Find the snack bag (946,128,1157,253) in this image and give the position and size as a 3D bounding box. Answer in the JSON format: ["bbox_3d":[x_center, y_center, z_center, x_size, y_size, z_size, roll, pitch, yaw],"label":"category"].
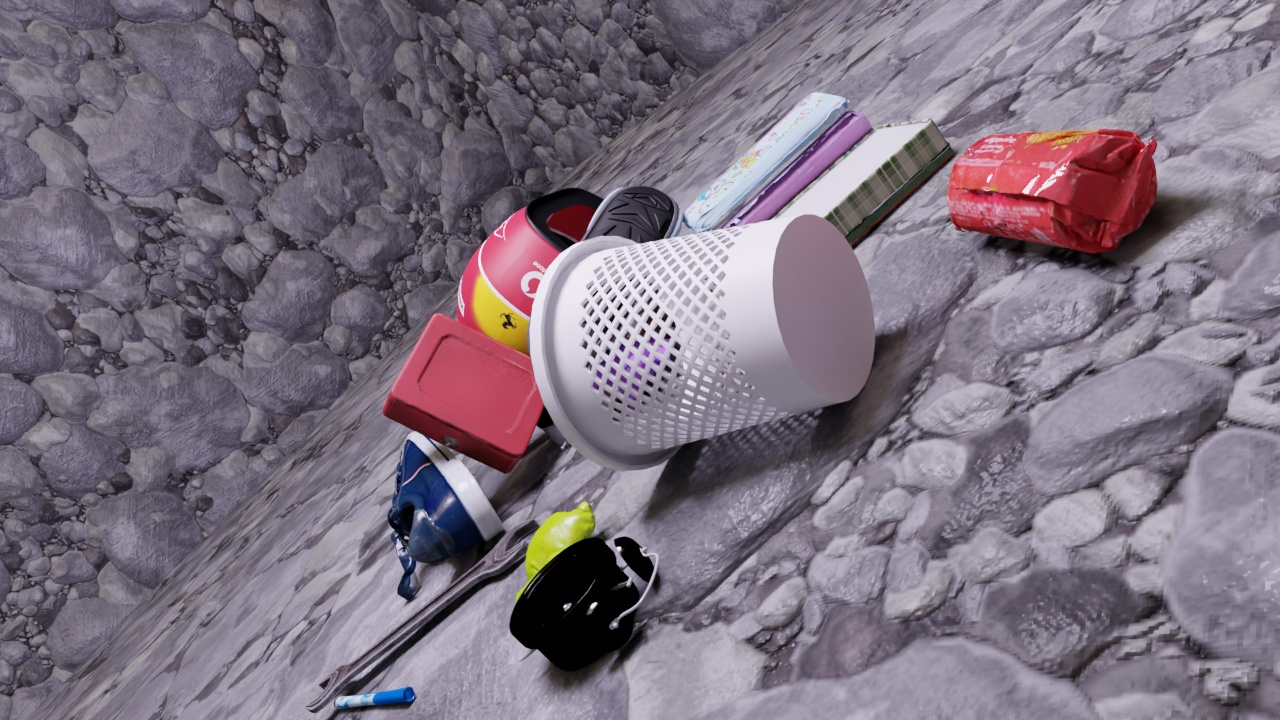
[{"bbox_3d":[0.268,-0.117,0.622,0.082,0.082,0.176,-41,16,1],"label":"snack bag"}]

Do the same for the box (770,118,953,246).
[{"bbox_3d":[0.206,-0.158,0.922,0.205,0.050,0.118,-43,19,-5],"label":"box"}]

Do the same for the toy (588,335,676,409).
[{"bbox_3d":[-0.006,0.005,0.964,0.106,0.056,0.087,-12,28,36],"label":"toy"}]

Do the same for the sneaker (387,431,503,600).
[{"bbox_3d":[-0.244,0.162,1.014,0.127,0.121,0.295,-32,17,-15],"label":"sneaker"}]

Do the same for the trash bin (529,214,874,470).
[{"bbox_3d":[0.055,-0.021,0.698,0.200,0.195,0.194,-12,32,41],"label":"trash bin"}]

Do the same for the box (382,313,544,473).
[{"bbox_3d":[-0.189,0.043,1.002,0.152,0.157,0.165,-62,7,16],"label":"box"}]

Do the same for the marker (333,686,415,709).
[{"bbox_3d":[-0.237,0.298,0.806,0.142,0.013,0.013,-25,23,44],"label":"marker"}]

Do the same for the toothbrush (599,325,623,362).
[{"bbox_3d":[-0.032,-0.032,1.184,0.015,0.016,0.186,-31,19,30],"label":"toothbrush"}]

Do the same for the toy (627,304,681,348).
[{"bbox_3d":[0.023,-0.041,1.027,0.041,0.055,0.102,-7,9,-25],"label":"toy"}]

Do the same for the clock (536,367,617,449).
[{"bbox_3d":[-0.069,0.049,1.028,0.094,0.035,0.122,-38,16,9],"label":"clock"}]

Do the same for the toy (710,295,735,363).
[{"bbox_3d":[0.092,-0.038,0.832,0.118,0.043,0.092,-21,55,32],"label":"toy"}]

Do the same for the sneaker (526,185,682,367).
[{"bbox_3d":[-0.036,-0.061,1.020,0.256,0.093,0.161,-60,-15,-24],"label":"sneaker"}]

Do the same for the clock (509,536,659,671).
[{"bbox_3d":[-0.035,0.167,0.635,0.121,0.042,0.091,-30,20,33],"label":"clock"}]

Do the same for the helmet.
[{"bbox_3d":[-0.128,-0.085,1.200,0.225,0.197,0.270,-53,1,26],"label":"helmet"}]

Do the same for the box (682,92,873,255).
[{"bbox_3d":[0.151,-0.196,1.010,0.214,0.089,0.093,-43,40,-2],"label":"box"}]

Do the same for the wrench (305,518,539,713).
[{"bbox_3d":[-0.204,0.240,0.863,0.273,0.010,0.070,-38,14,2],"label":"wrench"}]

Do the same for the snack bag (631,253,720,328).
[{"bbox_3d":[0.072,-0.111,1.115,0.226,0.041,0.077,-29,21,31],"label":"snack bag"}]

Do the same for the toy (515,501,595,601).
[{"bbox_3d":[-0.069,0.161,0.744,0.094,0.036,0.093,-46,21,8],"label":"toy"}]

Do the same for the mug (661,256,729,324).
[{"bbox_3d":[0.081,-0.061,0.899,0.112,0.076,0.074,-29,21,36],"label":"mug"}]
